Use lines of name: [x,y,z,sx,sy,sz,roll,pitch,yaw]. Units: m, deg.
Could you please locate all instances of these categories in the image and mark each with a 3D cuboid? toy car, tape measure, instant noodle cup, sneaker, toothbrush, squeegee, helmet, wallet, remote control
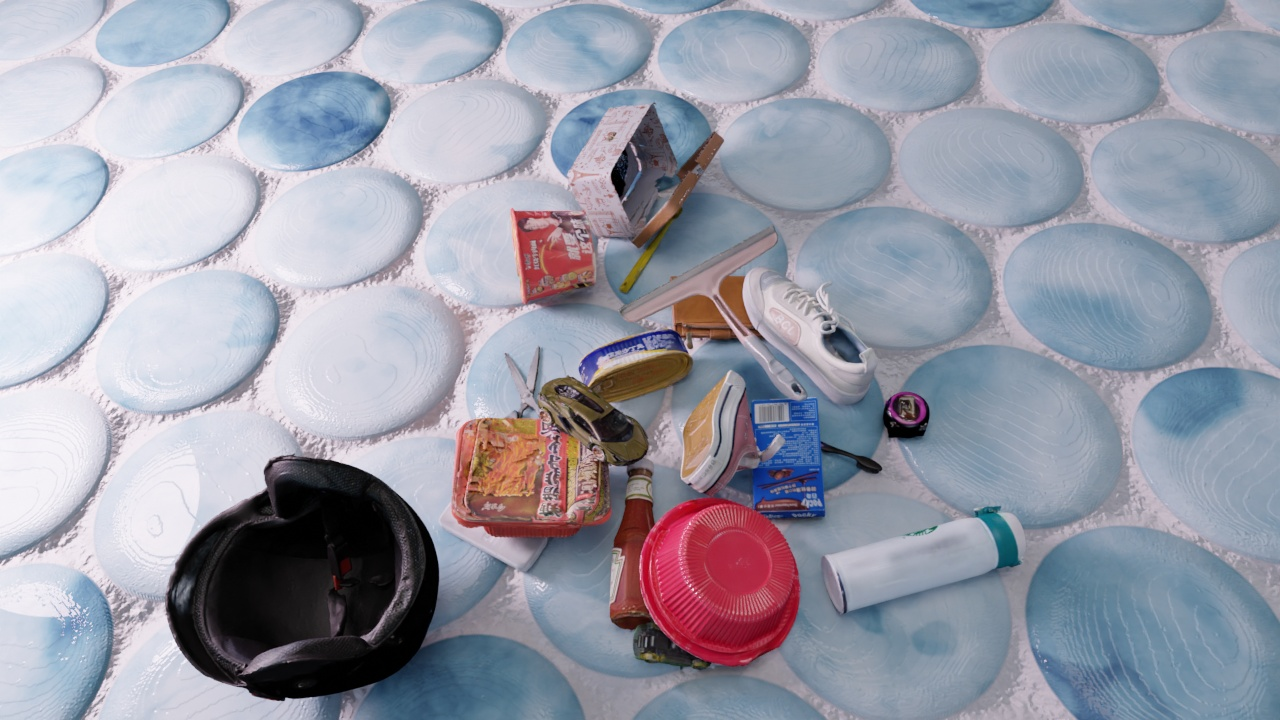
toy car: [-0.057,0.072,1.117,0.158,0.042,0.070,33,44,23]
tape measure: [0.337,0.068,1.162,0.057,0.039,0.057,-2,54,4]
instant noodle cup: [-0.125,-0.156,1.317,0.108,0.138,0.137,-8,53,-8]
toy car: [0.036,0.316,1.011,0.091,0.036,0.043,7,57,0]
instant noodle cup: [0.099,0.232,1.016,0.193,0.066,0.193,8,57,-13]
sneaker: [0.223,-0.054,1.217,0.089,0.091,0.242,-21,57,-27]
toothbrush: [0.017,-0.173,1.382,0.016,0.017,0.189,20,58,20]
toothbrush: [0.217,0.104,1.167,0.189,0.017,0.014,22,55,23]
sneaker: [0.108,0.096,1.112,0.088,0.118,0.240,37,25,-9]
squeegee: [0.139,-0.032,1.188,0.247,0.040,0.249,-29,58,-11]
helmet: [-0.348,0.243,0.984,0.275,0.230,0.233,-9,60,8]
instant noodle cup: [-0.132,0.146,1.107,0.189,0.079,0.164,2,43,-5]
wallet: [0.109,-0.072,1.286,0.130,0.035,0.118,0,58,-3]
remote control: [-0.180,0.207,1.121,0.136,0.020,0.055,23,58,21]

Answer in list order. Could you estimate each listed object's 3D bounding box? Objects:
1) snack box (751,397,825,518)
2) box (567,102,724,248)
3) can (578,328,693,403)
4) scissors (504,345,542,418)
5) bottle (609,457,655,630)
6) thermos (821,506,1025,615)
snack box: [0.182,0.120,1.138,0.084,0.026,0.156,-4,57,11]
box: [0.023,-0.273,1.370,0.181,0.153,0.182,4,52,32]
can: [-0.007,0.007,1.218,0.148,0.075,0.049,-18,52,-7]
scissors: [-0.152,0.053,1.236,0.159,0.014,0.174,26,59,22]
bottle: [-0.003,0.210,1.080,0.060,0.060,0.205,-1,53,5]
thermos: [0.321,0.221,1.035,0.224,0.073,0.073,-14,54,-5]
